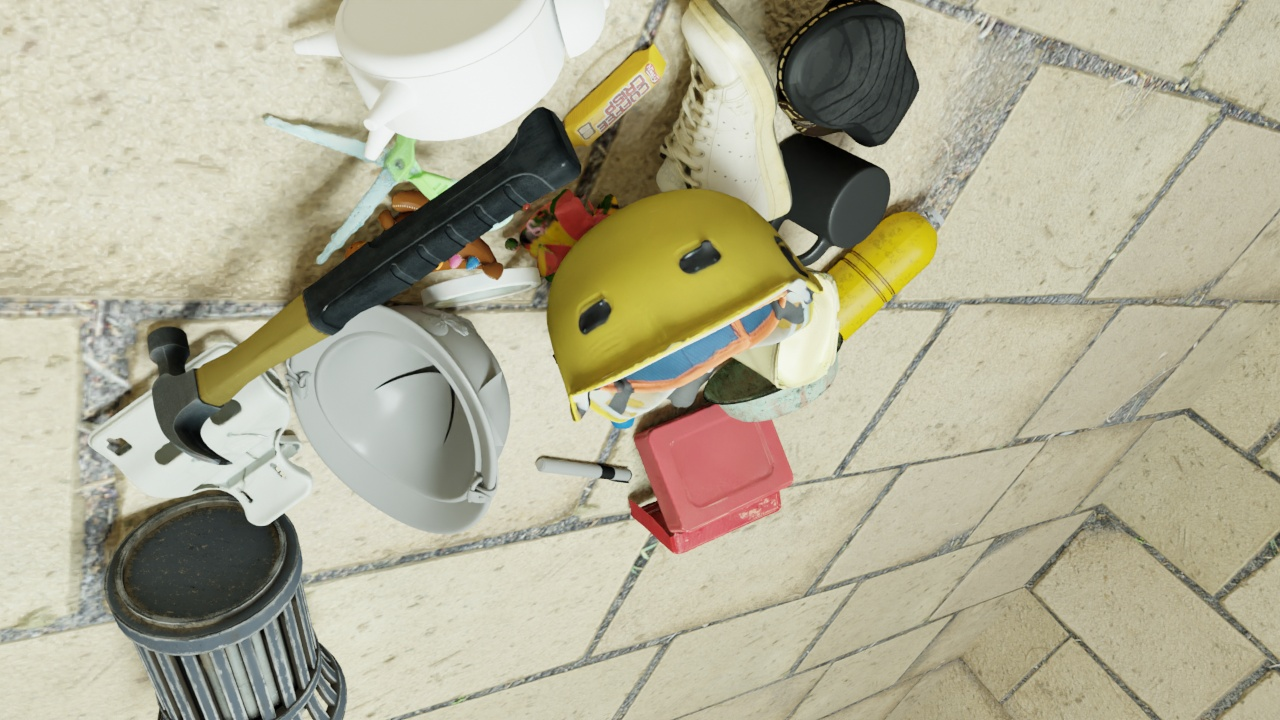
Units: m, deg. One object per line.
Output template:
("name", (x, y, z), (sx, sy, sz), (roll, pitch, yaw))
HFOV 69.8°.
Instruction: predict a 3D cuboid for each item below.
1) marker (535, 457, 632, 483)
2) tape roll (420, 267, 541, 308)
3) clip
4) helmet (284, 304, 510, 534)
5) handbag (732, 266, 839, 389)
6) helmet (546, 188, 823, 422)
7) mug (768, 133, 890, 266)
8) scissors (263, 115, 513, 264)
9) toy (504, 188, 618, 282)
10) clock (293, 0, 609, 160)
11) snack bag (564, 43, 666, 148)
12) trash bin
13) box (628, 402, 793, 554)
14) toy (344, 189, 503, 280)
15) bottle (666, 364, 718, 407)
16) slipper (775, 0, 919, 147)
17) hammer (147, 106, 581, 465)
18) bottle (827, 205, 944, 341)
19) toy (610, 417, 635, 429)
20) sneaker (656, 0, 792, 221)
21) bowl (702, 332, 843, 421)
("marker", (-0.061, 0.122, 1.014), (0.140, 0.016, 0.016), (15, 119, -48))
("tape roll", (-0.124, -0.056, 0.715), (0.093, 0.013, 0.093), (-12, 180, 0))
("clip", (-0.316, 0.060, 0.696), (0.124, 0.072, 0.143), (-35, 137, -1))
("helmet", (-0.164, 0.019, 0.715), (0.117, 0.183, 0.272), (-56, 174, -40))
("handbag", (0.129, -0.044, 0.888), (0.081, 0.119, 0.111), (-11, 116, -29))
("helmet", (0.015, -0.056, 0.691), (0.209, 0.139, 0.240), (-28, 170, 8))
("mug", (0.160, -0.141, 0.840), (0.078, 0.088, 0.114), (23, 103, -49))
("scissors", (-0.158, -0.129, 0.612), (0.174, 0.022, 0.171), (35, 93, -33))
("toy", (-0.057, -0.104, 0.749), (0.103, 0.046, 0.084), (-11, 124, -40))
("clock", (-0.106, -0.186, 0.543), (0.160, 0.125, 0.073), (-35, 145, -14))
("snack bag", (-0.021, -0.198, 0.695), (0.099, 0.020, 0.026), (-41, 146, 4))
("trash bin", (-0.346, 0.236, 0.775), (0.164, 0.164, 0.228), (-17, 136, -27))
("box", (0.076, 0.118, 1.060), (0.156, 0.154, 0.168), (-20, 119, -24))
("toy", (-0.154, -0.068, 0.650), (0.090, 0.103, 0.071), (-42, 150, -34))
("bottle", (0.064, 0.001, 0.971), (0.036, 0.036, 0.110), (7, 125, -45))
("slipper", (0.167, -0.237, 0.764), (0.113, 0.076, 0.267), (-60, 158, 18))
("hammer", (-0.180, -0.043, 0.571), (0.334, 0.117, 0.025), (-30, 153, 15))
("bottle", (0.260, -0.102, 1.002), (0.164, 0.071, 0.071), (-44, 144, 7))
("toy", (-0.005, 0.005, 0.887), (0.071, 0.112, 0.177), (9, 149, -19))
("sneaker", (0.053, -0.180, 0.734), (0.102, 0.089, 0.241), (-28, 148, 1))
("bowl", (0.145, 0.020, 0.969), (0.157, 0.157, 0.038), (-30, 105, -12))
